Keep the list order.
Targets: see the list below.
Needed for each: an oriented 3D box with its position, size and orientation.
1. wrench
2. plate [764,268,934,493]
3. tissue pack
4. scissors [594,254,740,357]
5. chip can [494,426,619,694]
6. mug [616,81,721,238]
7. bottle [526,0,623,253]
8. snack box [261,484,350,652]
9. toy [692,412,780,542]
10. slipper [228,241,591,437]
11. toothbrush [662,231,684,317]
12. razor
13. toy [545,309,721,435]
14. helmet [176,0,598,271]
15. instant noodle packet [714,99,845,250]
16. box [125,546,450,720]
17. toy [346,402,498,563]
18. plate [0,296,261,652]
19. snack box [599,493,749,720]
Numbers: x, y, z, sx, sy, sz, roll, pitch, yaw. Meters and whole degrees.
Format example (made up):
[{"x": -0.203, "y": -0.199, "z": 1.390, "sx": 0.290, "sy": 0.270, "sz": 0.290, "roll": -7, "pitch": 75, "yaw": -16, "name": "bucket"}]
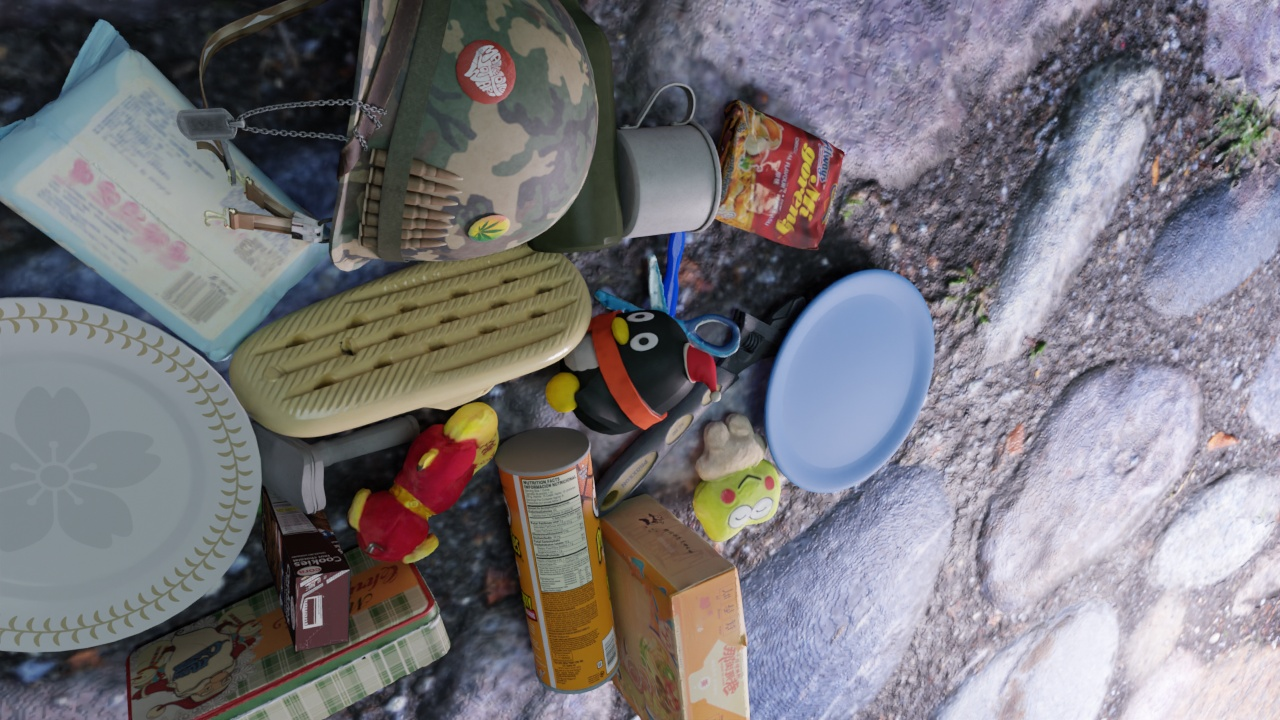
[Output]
[{"x": 0.050, "y": 0.036, "z": 0.813, "sx": 0.273, "sy": 0.022, "sz": 0.073, "roll": -46, "pitch": 130, "yaw": -9, "name": "wrench"}, {"x": 0.200, "y": 0.020, "z": 0.889, "sx": 0.223, "sy": 0.024, "sz": 0.224, "roll": -12, "pitch": 113, "yaw": -31, "name": "plate"}, {"x": -0.282, "y": -0.094, "z": 0.544, "sx": 0.112, "sy": 0.070, "sz": 0.182, "roll": -47, "pitch": 122, "yaw": -8, "name": "tissue pack"}, {"x": 0.026, "y": -0.026, "z": 0.766, "sx": 0.134, "sy": 0.012, "sz": 0.134, "roll": -8, "pitch": 112, "yaw": -7, "name": "scissors"}, {"x": -0.066, "y": 0.167, "z": 0.760, "sx": 0.075, "sy": 0.075, "sz": 0.215, "roll": -18, "pitch": 116, "yaw": -24, "name": "chip can"}, {"x": 0.011, "y": -0.149, "z": 0.688, "sx": 0.070, "sy": 0.084, "sz": 0.113, "roll": -11, "pitch": 106, "yaw": -25, "name": "mug"}, {"x": -0.054, "y": -0.182, "z": 0.640, "sx": 0.071, "sy": 0.071, "sz": 0.207, "roll": -11, "pitch": 107, "yaw": -27, "name": "bottle"}, {"x": -0.226, "y": 0.131, "z": 0.614, "sx": 0.031, "sy": 0.141, "sz": 0.051, "roll": -3, "pitch": 109, "yaw": -30, "name": "snack box"}, {"x": 0.086, "y": 0.107, "z": 0.847, "sx": 0.092, "sy": 0.046, "sz": 0.115, "roll": -18, "pitch": 108, "yaw": -23, "name": "toy"}, {"x": -0.146, "y": -0.005, "z": 0.631, "sx": 0.260, "sy": 0.111, "sz": 0.079, "roll": -23, "pitch": 152, "yaw": -37, "name": "slipper"}, {"x": 0.029, "y": -0.087, "z": 0.758, "sx": 0.016, "sy": 0.018, "sz": 0.183, "roll": 3, "pitch": 106, "yaw": -17, "name": "toothbrush"}, {"x": -0.209, "y": 0.061, "z": 0.650, "sx": 0.116, "sy": 0.088, "sz": 0.047, "roll": -17, "pitch": 117, "yaw": -46, "name": "razor"}, {"x": -0.004, "y": 0.004, "z": 0.713, "sx": 0.119, "sy": 0.097, "sz": 0.100, "roll": -23, "pitch": 136, "yaw": 16, "name": "toy"}, {"x": -0.143, "y": -0.152, "z": 0.519, "sx": 0.236, "sy": 0.225, "sz": 0.192, "roll": -2, "pitch": 66, "yaw": -1, "name": "helmet"}, {"x": 0.111, "y": -0.153, "z": 0.771, "sx": 0.135, "sy": 0.040, "sz": 0.098, "roll": 13, "pitch": 94, "yaw": -32, "name": "instant noodle packet"}, {"x": -0.248, "y": 0.204, "z": 0.645, "sx": 0.205, "sy": 0.118, "sz": 0.050, "roll": -22, "pitch": 122, "yaw": -21, "name": "box"}, {"x": -0.152, "y": 0.087, "z": 0.669, "sx": 0.137, "sy": 0.067, "sz": 0.106, "roll": -49, "pitch": 168, "yaw": -18, "name": "toy"}, {"x": -0.368, "y": 0.075, "z": 0.573, "sx": 0.242, "sy": 0.016, "sz": 0.243, "roll": -8, "pitch": 113, "yaw": -19, "name": "plate"}, {"x": 0.031, "y": 0.234, "z": 0.799, "sx": 0.080, "sy": 0.145, "sz": 0.195, "roll": -18, "pitch": 115, "yaw": -24, "name": "snack box"}]
